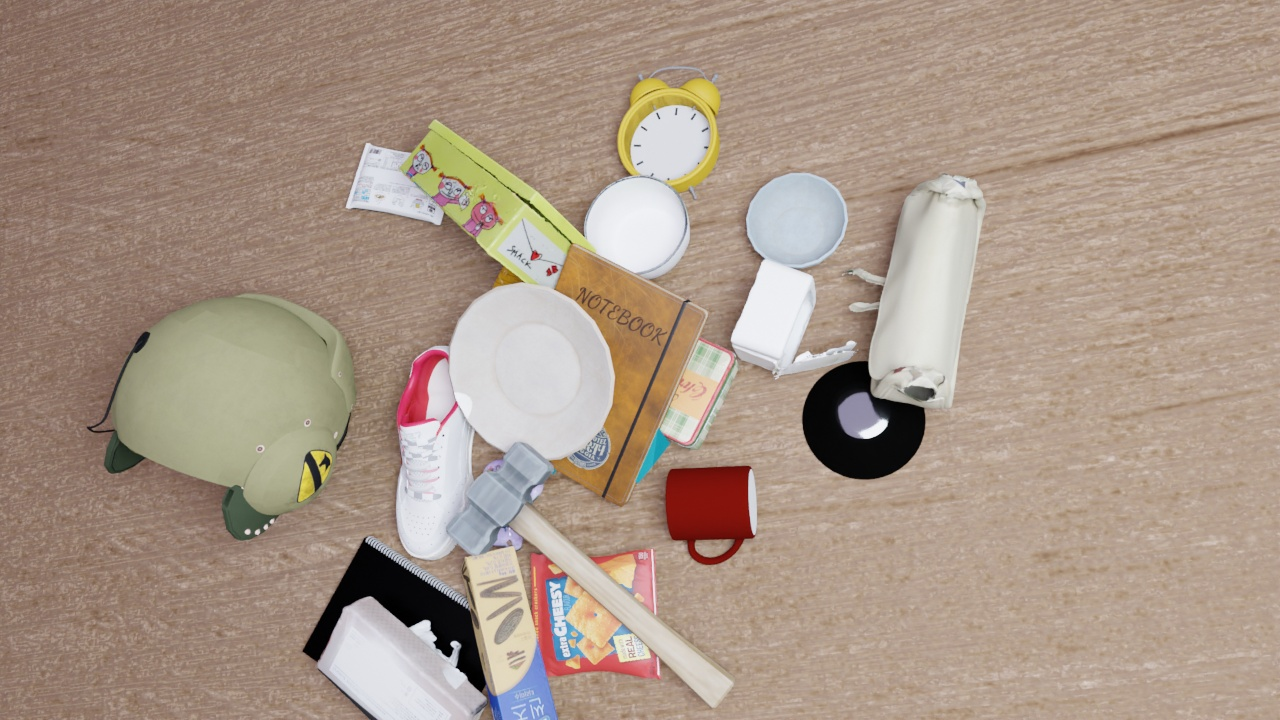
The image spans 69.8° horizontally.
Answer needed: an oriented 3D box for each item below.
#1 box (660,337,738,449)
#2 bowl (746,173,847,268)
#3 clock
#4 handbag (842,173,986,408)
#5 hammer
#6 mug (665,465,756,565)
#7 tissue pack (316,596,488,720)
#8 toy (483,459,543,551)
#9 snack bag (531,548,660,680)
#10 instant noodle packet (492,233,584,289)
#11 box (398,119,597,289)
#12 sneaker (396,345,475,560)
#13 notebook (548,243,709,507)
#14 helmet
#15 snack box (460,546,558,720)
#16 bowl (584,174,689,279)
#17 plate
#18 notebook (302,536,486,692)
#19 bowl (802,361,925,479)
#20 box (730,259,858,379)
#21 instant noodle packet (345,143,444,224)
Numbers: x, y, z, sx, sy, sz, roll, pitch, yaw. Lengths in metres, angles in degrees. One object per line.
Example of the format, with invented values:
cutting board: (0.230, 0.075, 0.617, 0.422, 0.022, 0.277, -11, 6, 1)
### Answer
box: (-0.006, 0.006, 0.998, 0.205, 0.050, 0.117, 26, 86, 17)
bowl: (0.170, -0.145, 0.990, 0.106, 0.039, 0.106, -3, 77, 14)
clock: (0.035, -0.262, 1.045, 0.114, 0.052, 0.152, 5, 84, 15)
handbag: (0.253, -0.066, 0.873, 0.132, 0.184, 0.229, 8, 79, 14)
hammer: (-0.042, 0.222, 0.914, 0.323, 0.051, 0.117, 39, 89, 10)
mug: (0.075, 0.161, 0.938, 0.083, 0.073, 0.106, -4, 106, 13)
tissue pack: (-0.245, 0.335, 0.970, 0.181, 0.071, 0.104, 34, 105, 20)
toy: (-0.145, 0.158, 1.005, 0.080, 0.036, 0.099, 2, 78, 23)
snack bag: (-0.048, 0.264, 0.956, 0.144, 0.039, 0.130, -7, 78, 22)
instant noodle packet: (-0.117, -0.094, 1.043, 0.099, 0.039, 0.135, 24, 85, 37)
box: (-0.161, -0.168, 1.004, 0.082, 0.124, 0.221, -48, 49, 2)
sneaker: (-0.234, 0.098, 1.006, 0.090, 0.104, 0.236, 9, 81, 16)
notebook: (-0.039, 0.028, 0.960, 0.178, 0.014, 0.250, 28, 110, 16)
helmet: (-0.416, 0.046, 0.973, 0.250, 0.255, 0.233, 21, 87, 16)
snack box: (-0.134, 0.299, 0.940, 0.056, 0.057, 0.206, -9, 65, -23)
bowl: (0.002, -0.140, 1.018, 0.116, 0.065, 0.116, -3, 78, 14)
plate: (-0.112, 0.011, 0.959, 0.189, 0.027, 0.189, 5, 104, 19)
notebook: (-0.258, 0.309, 1.014, 0.207, 0.016, 0.149, 27, 87, 18)
bowl: (0.224, 0.056, 0.925, 0.124, 0.052, 0.124, -3, 77, 14)
box: (0.170, -0.027, 0.930, 0.130, 0.110, 0.103, 20, 83, 18)
instant noodle packet: (-0.294, -0.219, 1.131, 0.134, 0.026, 0.087, 12, 81, 16)
